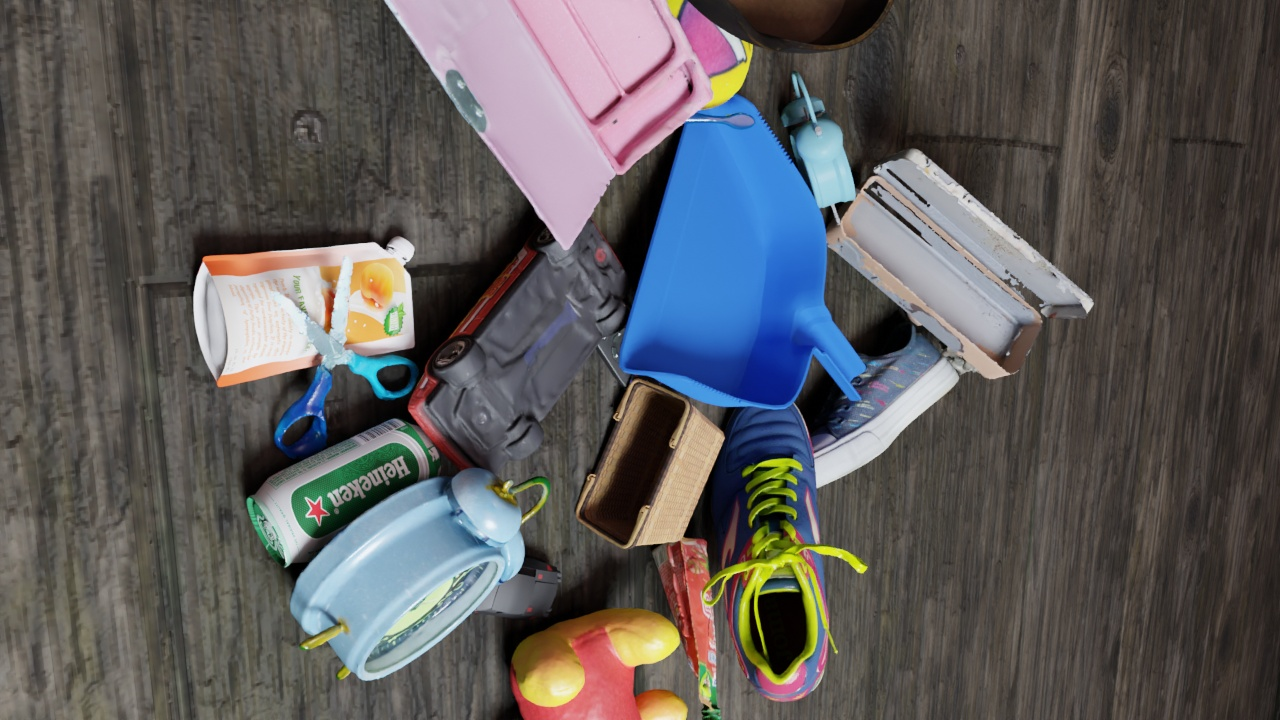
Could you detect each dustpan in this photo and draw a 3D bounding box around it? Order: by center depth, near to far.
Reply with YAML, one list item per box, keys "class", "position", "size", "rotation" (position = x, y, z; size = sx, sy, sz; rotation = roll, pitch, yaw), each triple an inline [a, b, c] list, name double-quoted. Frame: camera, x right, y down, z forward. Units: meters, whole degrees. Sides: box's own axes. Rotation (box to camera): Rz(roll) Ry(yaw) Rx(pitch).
- class: "dustpan"
  position: [0.103, -0.038, 0.713]
  size: [0.257, 0.060, 0.245]
  rotation: [43, 53, -44]

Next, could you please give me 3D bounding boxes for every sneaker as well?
- class: "sneaker"
  position: [0.105, 0.129, 0.694]
  size: [0.091, 0.116, 0.241]
  rotation: [58, 27, -64]
- class: "sneaker"
  position: [0.196, 0.040, 0.835]
  size: [0.234, 0.088, 0.079]
  rotation: [-32, 89, -34]

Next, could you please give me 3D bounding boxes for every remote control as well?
- class: "remote control"
  position: [-0.004, 0.004, 0.682]
  size: [0.039, 0.010, 0.125]
  rotation: [-47, 125, -25]

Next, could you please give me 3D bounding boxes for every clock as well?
- class: "clock"
  position: [-0.121, 0.115, 0.528]
  size: [0.161, 0.060, 0.118]
  rotation: [-38, 161, -19]
- class: "clock"
  position: [0.143, -0.175, 0.734]
  size: [0.042, 0.087, 0.123]
  rotation: [-20, 127, 8]

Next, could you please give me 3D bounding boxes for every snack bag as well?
- class: "snack bag"
  position: [0.041, 0.211, 0.685]
  size: [0.087, 0.044, 0.155]
  rotation: [71, 9, -58]

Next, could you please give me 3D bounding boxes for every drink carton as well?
- class: "drink carton"
  position: [-0.178, -0.030, 0.511]
  size: [0.122, 0.039, 0.069]
  rotation: [-14, 109, -45]

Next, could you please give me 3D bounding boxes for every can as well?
- class: "can"
  position: [-0.166, 0.073, 0.524]
  size: [0.100, 0.053, 0.053]
  rotation: [-28, 116, -35]

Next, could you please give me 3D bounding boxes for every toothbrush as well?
- class: "toothbrush"
  position: [0.019, -0.172, 0.645]
  size: [0.132, 0.016, 0.021]
  rotation: [-1, 108, -19]

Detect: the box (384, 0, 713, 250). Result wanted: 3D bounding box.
- class: "box"
  position: [-0.067, -0.206, 0.546]
  size: [0.179, 0.059, 0.233]
  rotation: [-50, 124, -24]

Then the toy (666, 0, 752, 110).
- class: "toy"
  position: [0.041, -0.228, 0.657]
  size: [0.095, 0.041, 0.094]
  rotation: [45, 72, -28]

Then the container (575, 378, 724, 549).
- class: "container"
  position: [0.011, 0.079, 0.669]
  size: [0.061, 0.063, 0.114]
  rotation: [24, 89, -45]

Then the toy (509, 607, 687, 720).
- class: "toy"
  position: [-0.033, 0.286, 0.652]
  size: [0.147, 0.099, 0.216]
  rotation: [-8, 102, -30]

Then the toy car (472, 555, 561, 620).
- class: "toy car"
  position: [-0.088, 0.153, 0.619]
  size: [0.091, 0.036, 0.042]
  rotation: [23, 82, -42]

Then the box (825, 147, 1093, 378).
- class: "box"
  position: [0.271, -0.078, 0.808]
  size: [0.216, 0.094, 0.107]
  rotation: [38, 98, -8]

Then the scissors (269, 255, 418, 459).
- class: "scissors"
  position: [-0.175, 0.005, 0.502]
  size: [0.110, 0.015, 0.132]
  rotation: [-44, 150, -14]

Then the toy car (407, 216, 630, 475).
- class: "toy car"
  position: [-0.071, -0.015, 0.582]
  size: [0.081, 0.056, 0.188]
  rotation: [55, 52, -32]

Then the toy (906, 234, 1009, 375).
- class: "toy"
  position: [0.301, -0.052, 0.896]
  size: [0.176, 0.076, 0.132]
  rotation: [44, 31, -21]

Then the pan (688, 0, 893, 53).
- class: "pan"
  position: [0.035, -0.337, 0.613]
  size: [0.355, 0.043, 0.248]
  rotation: [18, 73, -29]
